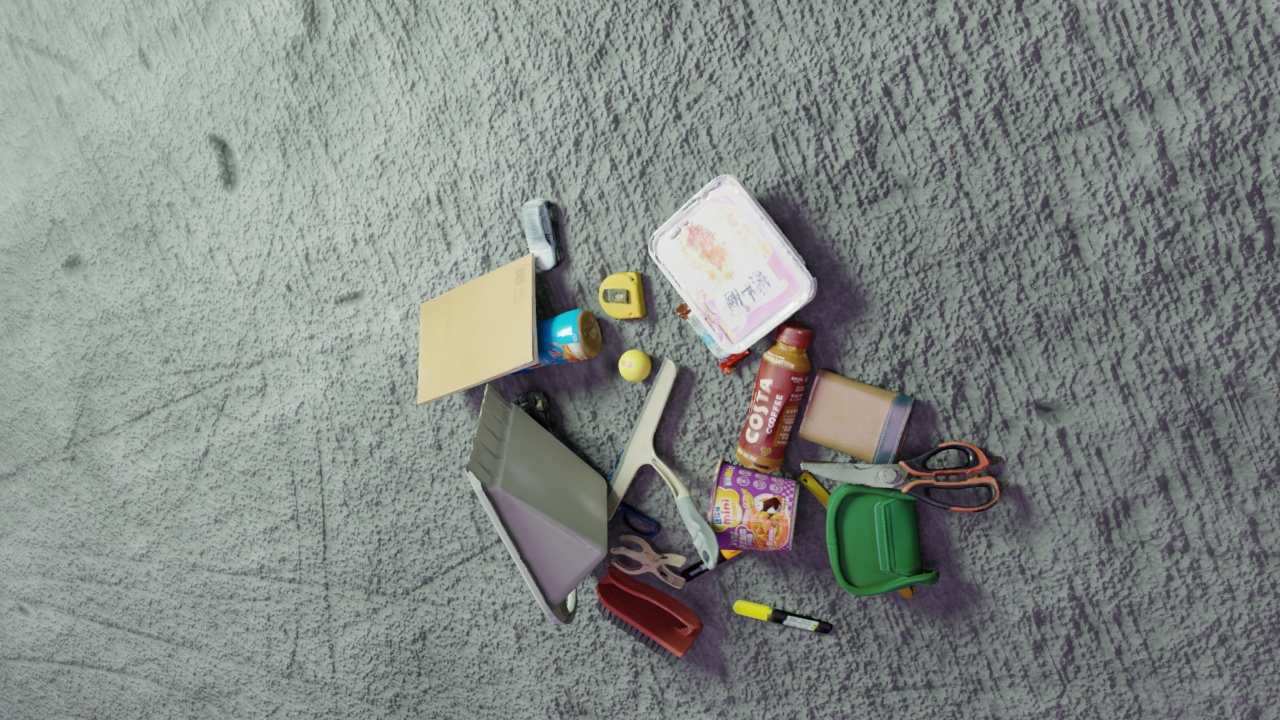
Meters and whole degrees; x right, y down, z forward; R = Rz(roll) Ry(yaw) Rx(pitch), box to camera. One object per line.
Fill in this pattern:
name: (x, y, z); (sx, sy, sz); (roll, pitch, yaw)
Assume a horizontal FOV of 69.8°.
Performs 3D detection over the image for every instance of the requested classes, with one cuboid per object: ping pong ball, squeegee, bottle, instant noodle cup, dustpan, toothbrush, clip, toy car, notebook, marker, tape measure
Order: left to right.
notebook: (-0.213, -0.038, 1.178); (0.212, 0.012, 0.149); (-19, 64, 33)
bottle: (-0.158, -0.015, 1.184); (0.219, 0.065, 0.065); (-11, 97, 25)
dustpan: (-0.137, 0.193, 1.123); (0.257, 0.222, 0.143); (37, 108, -18)
toy car: (-0.136, 0.091, 1.216); (0.049, 0.031, 0.105); (-11, 100, 24)
toy car: (-0.126, -0.158, 1.156); (0.043, 0.034, 0.090); (-4, 102, 21)
tape measure: (-0.023, -0.080, 1.133); (0.057, 0.028, 0.060); (-3, 100, 24)
ping pong ball: (-0.007, 0.007, 1.138); (0.040, 0.040, 0.040); (5, 103, 22)
clip: (0.012, 0.259, 1.185); (0.101, 0.034, 0.076); (13, 126, 22)
squeegee: (0.045, 0.162, 1.080); (0.246, 0.039, 0.247); (53, 126, 53)
marker: (0.097, 0.250, 1.164); (0.124, 0.015, 0.018); (-38, 79, 27)
instant noodle cup: (0.110, -0.112, 1.053); (0.138, 0.060, 0.173); (-39, 86, 25)
instant noodle cup: (0.135, 0.178, 1.086); (0.099, 0.111, 0.112); (6, 104, 13)
bottle: (0.158, 0.042, 1.068); (0.057, 0.057, 0.175); (19, 108, 18)
marker: (0.178, 0.320, 1.147); (0.124, 0.015, 0.018); (9, 106, 18)
toothbrush: (0.256, 0.207, 1.086); (0.190, 0.016, 0.016); (48, 113, 6)

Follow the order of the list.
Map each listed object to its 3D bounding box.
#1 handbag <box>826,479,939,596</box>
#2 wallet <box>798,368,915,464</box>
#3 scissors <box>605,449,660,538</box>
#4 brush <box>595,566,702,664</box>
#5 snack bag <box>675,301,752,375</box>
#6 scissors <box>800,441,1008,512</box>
handbag: (0.272, 0.198, 1.039); (0.120, 0.068, 0.131); (-7, 89, 12)
wallet: (0.247, 0.067, 1.052); (0.115, 0.033, 0.090); (18, 105, 19)
scissors: (-0.038, 0.172, 1.205); (0.162, 0.012, 0.176); (49, 117, 7)
brush: (0.007, 0.324, 1.192); (0.146, 0.063, 0.069); (29, 123, 16)
snack bag: (0.087, -0.033, 1.098); (0.045, 0.026, 0.105); (-42, 83, 34)
scissors: (0.287, 0.113, 1.012); (0.210, 0.015, 0.176); (39, 78, 11)
